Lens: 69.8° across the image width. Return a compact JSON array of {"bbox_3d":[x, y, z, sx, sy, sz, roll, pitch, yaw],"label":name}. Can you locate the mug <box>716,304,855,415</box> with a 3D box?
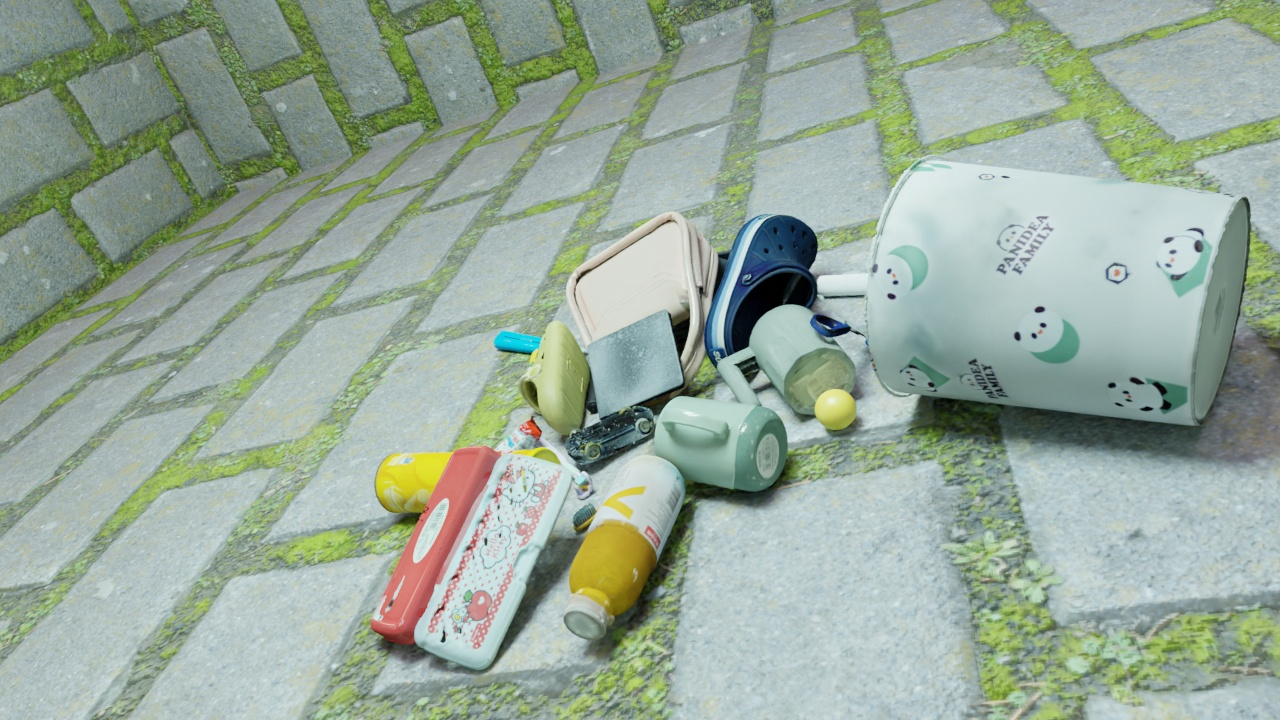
[{"bbox_3d":[0.152,0.008,0.965,0.124,0.084,0.103,-25,29,0],"label":"mug"}]

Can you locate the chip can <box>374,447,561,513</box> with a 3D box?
[{"bbox_3d":[-0.188,0.132,0.996,0.214,0.072,0.071,-5,32,31],"label":"chip can"}]

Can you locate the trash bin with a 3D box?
[{"bbox_3d":[0.360,-0.057,0.794,0.252,0.230,0.228,12,42,39],"label":"trash bin"}]

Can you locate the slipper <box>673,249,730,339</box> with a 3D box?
[{"bbox_3d":[0.103,-0.118,1.225,0.267,0.083,0.111,-30,27,-19],"label":"slipper"}]

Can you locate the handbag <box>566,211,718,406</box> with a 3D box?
[{"bbox_3d":[0.011,-0.049,1.117,0.194,0.093,0.233,-32,45,24],"label":"handbag"}]

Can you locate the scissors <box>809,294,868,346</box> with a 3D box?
[{"bbox_3d":[0.228,-0.029,0.970,0.162,0.012,0.176,10,28,-43],"label":"scissors"}]

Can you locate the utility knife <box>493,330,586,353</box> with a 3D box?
[{"bbox_3d":[-0.142,-0.021,1.298,0.192,0.018,0.034,9,40,43],"label":"utility knife"}]

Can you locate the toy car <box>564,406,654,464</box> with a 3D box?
[{"bbox_3d":[-0.032,0.083,1.012,0.105,0.031,0.049,-25,29,-18],"label":"toy car"}]

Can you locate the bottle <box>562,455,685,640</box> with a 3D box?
[{"bbox_3d":[-0.015,0.164,0.817,0.068,0.068,0.189,-6,31,28],"label":"bottle"}]

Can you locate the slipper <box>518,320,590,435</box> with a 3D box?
[{"bbox_3d":[-0.113,0.024,1.120,0.082,0.092,0.190,-19,31,10],"label":"slipper"}]

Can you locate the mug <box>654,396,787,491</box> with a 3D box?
[{"bbox_3d":[0.072,0.074,0.871,0.106,0.111,0.082,6,68,39],"label":"mug"}]

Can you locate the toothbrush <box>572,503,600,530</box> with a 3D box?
[{"bbox_3d":[0.001,0.113,0.949,0.191,0.018,0.016,-37,33,-27],"label":"toothbrush"}]

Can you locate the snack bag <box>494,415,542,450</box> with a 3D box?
[{"bbox_3d":[-0.151,0.106,1.051,0.105,0.026,0.045,-45,34,-2],"label":"snack bag"}]

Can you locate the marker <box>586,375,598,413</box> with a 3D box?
[{"bbox_3d":[-0.053,0.022,1.150,0.020,0.022,0.131,17,29,-7],"label":"marker"}]

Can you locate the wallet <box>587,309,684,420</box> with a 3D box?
[{"bbox_3d":[-0.006,0.006,1.059,0.121,0.019,0.097,-24,65,29],"label":"wallet"}]

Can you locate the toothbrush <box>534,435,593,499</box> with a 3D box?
[{"bbox_3d":[-0.099,0.108,1.033,0.021,0.029,0.189,11,10,-30],"label":"toothbrush"}]

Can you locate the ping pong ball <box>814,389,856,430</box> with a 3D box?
[{"bbox_3d":[0.192,0.048,0.903,0.040,0.040,0.040,-17,28,9],"label":"ping pong ball"}]

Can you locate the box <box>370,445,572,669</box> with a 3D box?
[{"bbox_3d":[-0.162,0.176,0.862,0.161,0.060,0.200,2,58,36],"label":"box"}]

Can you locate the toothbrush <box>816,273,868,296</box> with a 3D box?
[{"bbox_3d":[0.250,-0.093,1.132,0.221,0.027,0.026,1,40,37],"label":"toothbrush"}]

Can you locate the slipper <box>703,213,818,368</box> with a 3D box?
[{"bbox_3d":[0.155,-0.088,1.083,0.095,0.105,0.252,-2,44,39],"label":"slipper"}]
